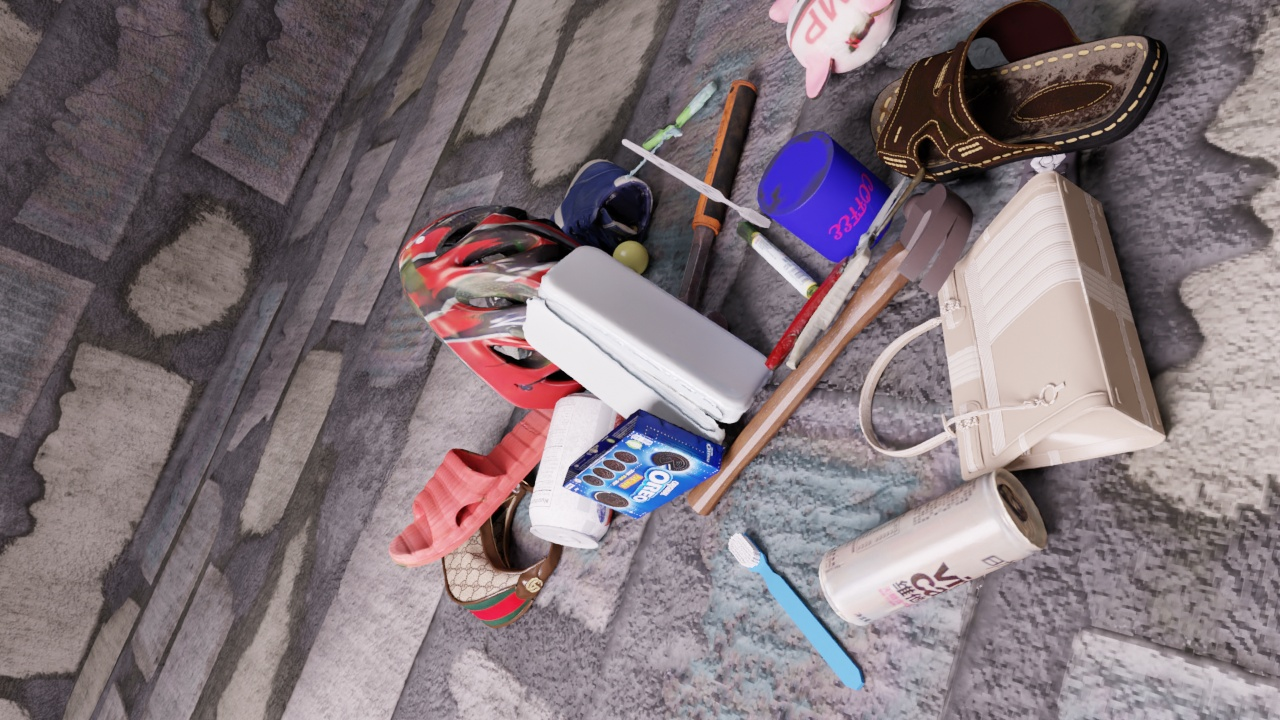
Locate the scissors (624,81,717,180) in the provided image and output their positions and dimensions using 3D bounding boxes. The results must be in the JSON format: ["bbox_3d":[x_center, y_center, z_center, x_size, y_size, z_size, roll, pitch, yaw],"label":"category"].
[{"bbox_3d":[0.036,-0.265,1.043,0.168,0.023,0.171,-39,18,2],"label":"scissors"}]

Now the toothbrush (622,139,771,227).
[{"bbox_3d":[0.055,-0.159,0.835,0.010,0.181,0.010,25,92,54],"label":"toothbrush"}]

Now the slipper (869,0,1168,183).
[{"bbox_3d":[0.252,-0.198,0.678,0.113,0.075,0.268,-63,26,-3],"label":"slipper"}]

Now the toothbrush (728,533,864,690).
[{"bbox_3d":[0.109,0.178,0.669,0.016,0.014,0.166,-56,34,9],"label":"toothbrush"}]

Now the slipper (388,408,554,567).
[{"bbox_3d":[-0.181,0.123,0.992,0.248,0.059,0.103,-43,25,-8],"label":"slipper"}]

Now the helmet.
[{"bbox_3d":[-0.126,-0.061,0.940,0.167,0.271,0.217,-39,67,18],"label":"helmet"}]

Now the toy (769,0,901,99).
[{"bbox_3d":[0.194,-0.361,0.883,0.142,0.084,0.212,-37,39,36],"label":"toy"}]

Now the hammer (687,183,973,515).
[{"bbox_3d":[0.140,0.002,0.721,0.324,0.033,0.115,-53,8,21],"label":"hammer"}]

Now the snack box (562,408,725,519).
[{"bbox_3d":[-0.001,0.093,0.787,0.151,0.082,0.027,-43,26,54],"label":"snack box"}]

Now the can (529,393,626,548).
[{"bbox_3d":[-0.058,0.106,0.889,0.078,0.078,0.136,-15,55,48],"label":"can"}]

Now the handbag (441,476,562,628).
[{"bbox_3d":[-0.141,0.193,0.970,0.138,0.063,0.166,-38,33,5],"label":"handbag"}]

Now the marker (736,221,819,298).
[{"bbox_3d":[0.125,-0.094,0.843,0.017,0.017,0.146,-52,34,14],"label":"marker"}]

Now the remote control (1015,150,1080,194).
[{"bbox_3d":[0.296,-0.151,0.659,0.047,0.009,0.124,-7,61,51],"label":"remote control"}]

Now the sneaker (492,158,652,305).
[{"bbox_3d":[-0.069,-0.125,1.071,0.233,0.091,0.118,-54,35,-3],"label":"sneaker"}]

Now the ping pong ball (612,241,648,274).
[{"bbox_3d":[-0.011,-0.113,1.019,0.040,0.040,0.040,-33,43,36],"label":"ping pong ball"}]

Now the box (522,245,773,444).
[{"bbox_3d":[-0.009,0.009,0.807,0.106,0.215,0.125,-43,-16,-53],"label":"box"}]

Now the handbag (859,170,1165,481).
[{"bbox_3d":[0.225,0.001,0.620,0.199,0.062,0.175,-37,40,46],"label":"handbag"}]

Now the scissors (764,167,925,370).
[{"bbox_3d":[0.155,-0.060,0.717,0.188,0.015,0.178,-52,4,42],"label":"scissors"}]

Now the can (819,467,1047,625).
[{"bbox_3d":[0.180,0.120,0.579,0.136,0.054,0.054,-36,41,33],"label":"can"}]

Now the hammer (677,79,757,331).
[{"bbox_3d":[0.065,-0.153,0.954,0.138,0.035,0.313,-10,58,51],"label":"hammer"}]

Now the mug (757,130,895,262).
[{"bbox_3d":[0.149,-0.142,0.783,0.079,0.083,0.111,-57,33,7],"label":"mug"}]
